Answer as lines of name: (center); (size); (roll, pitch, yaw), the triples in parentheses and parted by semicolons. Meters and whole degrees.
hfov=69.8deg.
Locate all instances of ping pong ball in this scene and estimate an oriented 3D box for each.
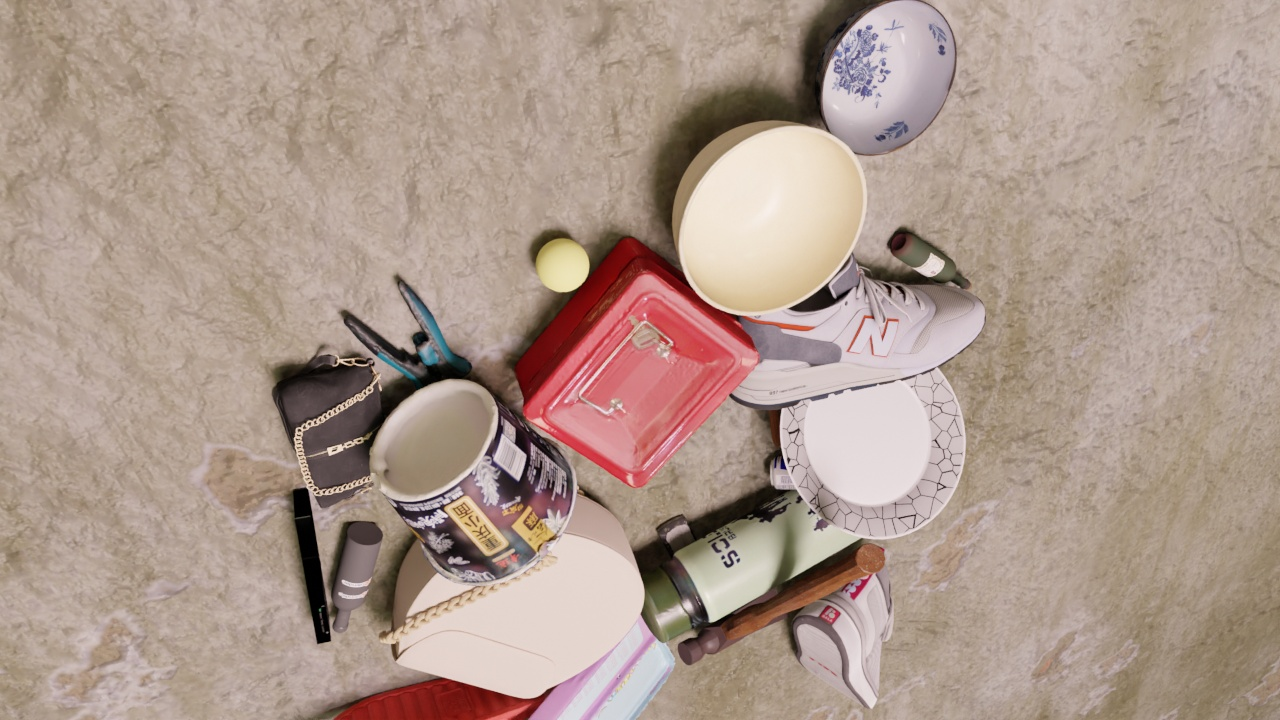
ping pong ball: (-0.058, -0.071, 0.688); (0.040, 0.040, 0.040); (-11, 126, -16)

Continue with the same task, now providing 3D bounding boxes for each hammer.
hammer: (0.137, 0.233, 0.883); (0.115, 0.033, 0.324); (-19, 161, -28)

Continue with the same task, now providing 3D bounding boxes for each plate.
plate: (0.214, 0.069, 0.852); (0.188, 0.016, 0.188); (2, 81, -15)

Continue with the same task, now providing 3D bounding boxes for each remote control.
remote control: (0.053, 0.209, 0.945); (0.033, 0.013, 0.136); (-29, 129, -5)
remote control: (-0.275, 0.175, 0.771); (0.013, 0.034, 0.150); (-8, 125, -18)

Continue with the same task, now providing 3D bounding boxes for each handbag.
handbag: (-0.228, 0.052, 0.703); (0.079, 0.054, 0.129); (-21, 126, -23)
handbag: (-0.107, 0.215, 0.827); (0.210, 0.103, 0.209); (30, 111, -34)

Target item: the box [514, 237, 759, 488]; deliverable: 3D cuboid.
box: (-0.007, -0.002, 0.734); (0.134, 0.110, 0.158); (36, 108, -25)

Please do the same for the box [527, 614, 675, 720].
box: (-0.047, 0.355, 0.933); (0.213, 0.035, 0.151); (-45, 137, -26)

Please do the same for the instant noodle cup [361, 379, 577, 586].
instant noodle cup: (-0.132, 0.085, 0.699); (0.137, 0.137, 0.112); (-30, 136, -1)

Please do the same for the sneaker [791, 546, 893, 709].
sneaker: (0.248, 0.310, 1.058); (0.128, 0.097, 0.263); (-48, 144, -20)

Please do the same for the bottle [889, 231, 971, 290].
bottle: (0.265, -0.085, 0.824); (0.106, 0.025, 0.025); (23, 111, -33)

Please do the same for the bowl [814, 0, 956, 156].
bowl: (0.174, -0.215, 0.684); (0.114, 0.045, 0.114); (-11, 126, -16)

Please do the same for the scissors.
scissors: (-0.165, -0.003, 0.705); (0.123, 0.019, 0.148); (-1, 125, -23)

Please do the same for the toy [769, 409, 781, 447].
toy: (0.169, 0.067, 0.877); (0.101, 0.041, 0.055); (0, 161, -12)

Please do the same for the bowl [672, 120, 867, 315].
bowl: (0.086, -0.117, 0.696); (0.150, 0.075, 0.151); (-12, 126, -16)

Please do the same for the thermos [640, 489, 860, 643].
thermos: (0.103, 0.196, 0.905); (0.231, 0.082, 0.082); (-27, 129, -12)

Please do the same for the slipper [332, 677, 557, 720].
slipper: (-0.195, 0.359, 0.889); (0.248, 0.103, 0.059); (-13, 109, -23)

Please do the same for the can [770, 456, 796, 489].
can: (0.175, 0.109, 0.890); (0.095, 0.032, 0.032); (-2, 129, 16)

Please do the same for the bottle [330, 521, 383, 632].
bottle: (-0.250, 0.193, 0.796); (0.030, 0.030, 0.113); (8, 119, -27)

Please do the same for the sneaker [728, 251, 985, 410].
sneaker: (0.182, -0.044, 0.777); (0.239, 0.088, 0.124); (-19, 130, -5)
